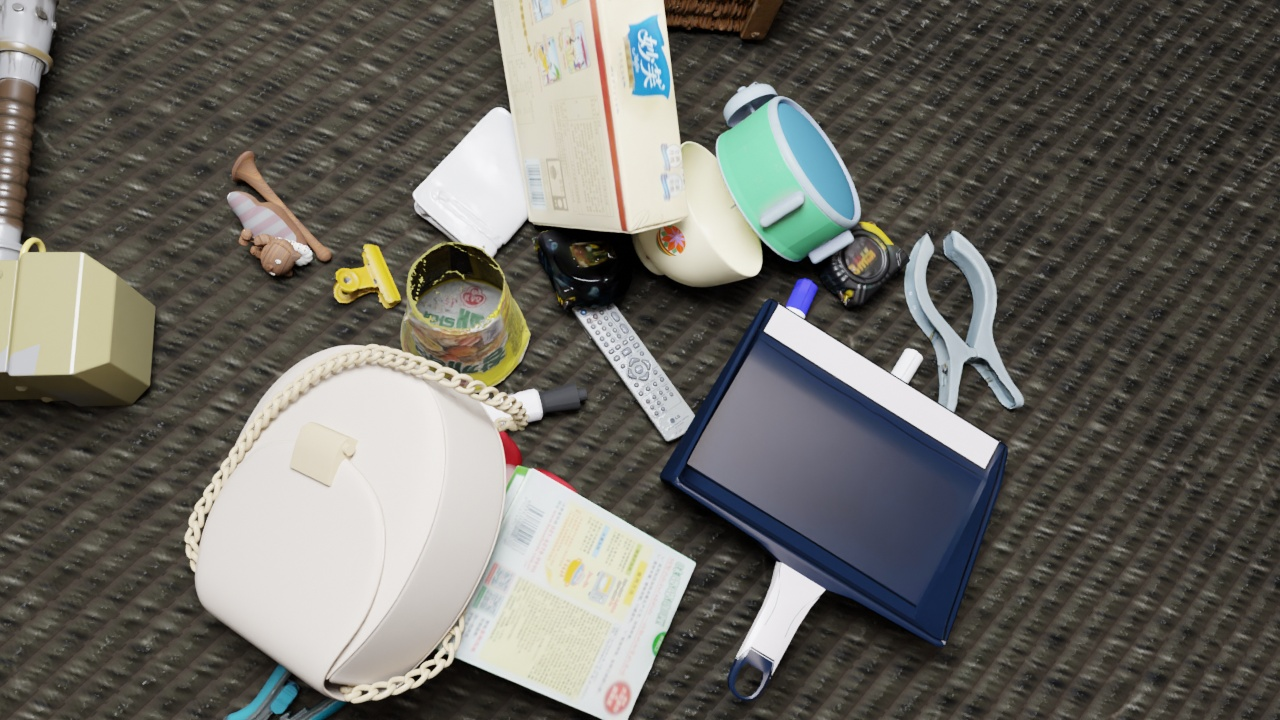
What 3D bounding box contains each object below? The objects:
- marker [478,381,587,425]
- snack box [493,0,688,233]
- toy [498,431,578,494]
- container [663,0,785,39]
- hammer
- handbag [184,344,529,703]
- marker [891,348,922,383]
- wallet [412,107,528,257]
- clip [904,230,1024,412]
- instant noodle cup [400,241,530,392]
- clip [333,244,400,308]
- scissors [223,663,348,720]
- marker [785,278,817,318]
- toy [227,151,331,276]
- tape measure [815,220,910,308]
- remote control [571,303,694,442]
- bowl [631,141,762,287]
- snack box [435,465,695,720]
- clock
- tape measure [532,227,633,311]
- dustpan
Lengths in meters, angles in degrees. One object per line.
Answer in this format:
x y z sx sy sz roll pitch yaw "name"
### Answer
-0.103 0.039 0.715 0.125 0.025 0.025 -12 78 -11 "marker"
-0.041 -0.204 0.676 0.055 0.153 0.207 -18 109 -30 "snack box"
-0.114 0.131 0.675 0.124 0.097 0.131 43 58 -19 "toy"
0.027 -0.386 0.776 0.250 0.162 0.183 1 81 -8 "container"
-0.462 -0.134 0.668 0.190 0.101 0.324 -1 76 -8 "hammer"
-0.189 0.099 0.614 0.211 0.103 0.208 15 79 36 "handbag"
0.195 0.046 0.759 0.017 0.020 0.133 29 73 20 "marker"
-0.125 -0.143 0.758 0.086 0.032 0.116 44 72 -7 "wallet"
0.288 -0.034 0.788 0.108 0.028 0.163 -5 78 -7 "clip"
-0.133 -0.036 0.686 0.102 0.108 0.102 2 73 -7 "instant noodle cup"
-0.222 -0.062 0.730 0.046 0.035 0.053 -20 81 -31 "clip"
-0.251 0.244 0.646 0.122 0.019 0.149 9 80 -10 "scissors"
0.112 -0.004 0.759 0.020 0.020 0.141 26 74 -1 "marker"
-0.292 -0.108 0.718 0.102 0.042 0.054 48 52 -3 "toy"
0.182 -0.084 0.782 0.067 0.038 0.062 -43 94 -13 "tape measure"
-0.004 0.004 0.744 0.033 0.013 0.136 -34 83 -14 "remote control"
0.035 -0.106 0.741 0.074 0.117 0.118 -26 78 29 "bowl"
-0.049 0.169 0.650 0.168 0.027 0.131 35 72 -30 "snack box"
0.115 -0.162 0.755 0.121 0.076 0.161 25 45 -43 "clock"
-0.042 -0.077 0.739 0.072 0.042 0.071 -17 59 -15 "tape measure"
0.135 0.122 0.690 0.236 0.080 0.273 32 84 -2 "dustpan"
